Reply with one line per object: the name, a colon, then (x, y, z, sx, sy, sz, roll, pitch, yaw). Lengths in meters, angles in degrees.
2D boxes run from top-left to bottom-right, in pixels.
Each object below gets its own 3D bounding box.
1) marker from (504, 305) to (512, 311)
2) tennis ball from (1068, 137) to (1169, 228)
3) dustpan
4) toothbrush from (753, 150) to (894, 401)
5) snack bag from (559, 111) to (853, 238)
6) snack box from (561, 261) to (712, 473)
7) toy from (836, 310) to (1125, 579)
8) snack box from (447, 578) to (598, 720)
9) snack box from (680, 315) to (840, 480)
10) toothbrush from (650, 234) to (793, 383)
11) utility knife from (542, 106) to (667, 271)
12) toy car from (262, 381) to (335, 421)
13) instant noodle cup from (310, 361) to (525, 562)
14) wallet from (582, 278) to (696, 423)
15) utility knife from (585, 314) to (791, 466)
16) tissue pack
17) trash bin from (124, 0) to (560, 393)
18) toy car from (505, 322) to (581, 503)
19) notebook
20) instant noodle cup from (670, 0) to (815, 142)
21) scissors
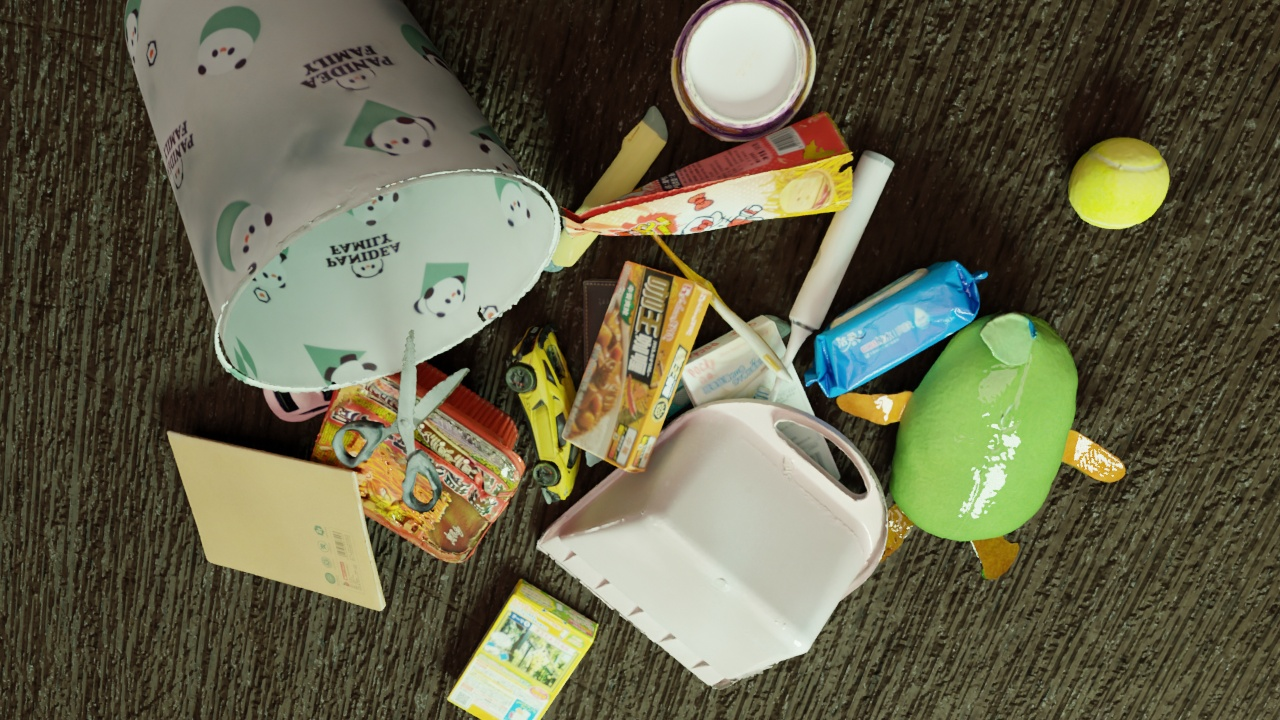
marker: (-0.142, -0.107, 0.761, 0.017, 0.017, 0.145, -21, 103, 12)
tennis ball: (0.349, -0.129, 0.670, 0.065, 0.065, 0.065, 2, 106, 6)
dustpan: (0.071, 0.152, 0.776, 0.222, 0.138, 0.274, 42, 149, -7)
toothbrush: (0.139, -0.055, 0.712, 0.026, 0.026, 0.221, 25, 95, 13)
snack bag: (0.045, -0.123, 0.674, 0.208, 0.128, 0.073, -13, 97, 2)
snack box: (-0.004, 0.004, 0.722, 0.075, 0.026, 0.154, 22, 92, 37)
toy: (0.263, 0.068, 0.720, 0.227, 0.089, 0.247, 12, 118, 0)
snack box: (-0.112, 0.285, 0.866, 0.087, 0.033, 0.141, 31, 109, -3)
snack box: (0.098, 0.050, 0.755, 0.084, 0.027, 0.157, -27, 107, -3)
toothbrush: (0.057, -0.055, 0.721, 0.018, 0.016, 0.191, -42, 75, 6)
utility knife: (-0.031, -0.131, 0.741, 0.031, 0.018, 0.165, 40, 105, -1)
toy car: (-0.275, 0.016, 0.804, 0.122, 0.037, 0.056, -21, 104, 11)
instant noodle cup: (-0.181, 0.077, 0.769, 0.164, 0.078, 0.189, 34, 133, -3)
wallet: (-0.001, -0.008, 0.774, 0.096, 0.020, 0.122, 2, 104, 6)
utility knife: (0.038, 0.025, 0.759, 0.205, 0.013, 0.029, -36, 107, 3)
tissue pack: (0.190, -0.027, 0.705, 0.157, 0.094, 0.052, -32, 88, 15)
trash bin: (-0.212, -0.144, 0.625, 0.230, 0.229, 0.251, -35, 71, 15)
toy car: (-0.074, 0.045, 0.771, 0.041, 0.071, 0.156, -7, 108, 13)
notebook: (-0.325, 0.142, 0.818, 0.208, 0.008, 0.148, 8, 118, 22)
instant noodle cup: (0.075, -0.212, 0.662, 0.111, 0.099, 0.112, 1, 107, 5)
scissors: (-0.176, 0.051, 0.684, 0.175, 0.014, 0.159, -5, 121, 29)
